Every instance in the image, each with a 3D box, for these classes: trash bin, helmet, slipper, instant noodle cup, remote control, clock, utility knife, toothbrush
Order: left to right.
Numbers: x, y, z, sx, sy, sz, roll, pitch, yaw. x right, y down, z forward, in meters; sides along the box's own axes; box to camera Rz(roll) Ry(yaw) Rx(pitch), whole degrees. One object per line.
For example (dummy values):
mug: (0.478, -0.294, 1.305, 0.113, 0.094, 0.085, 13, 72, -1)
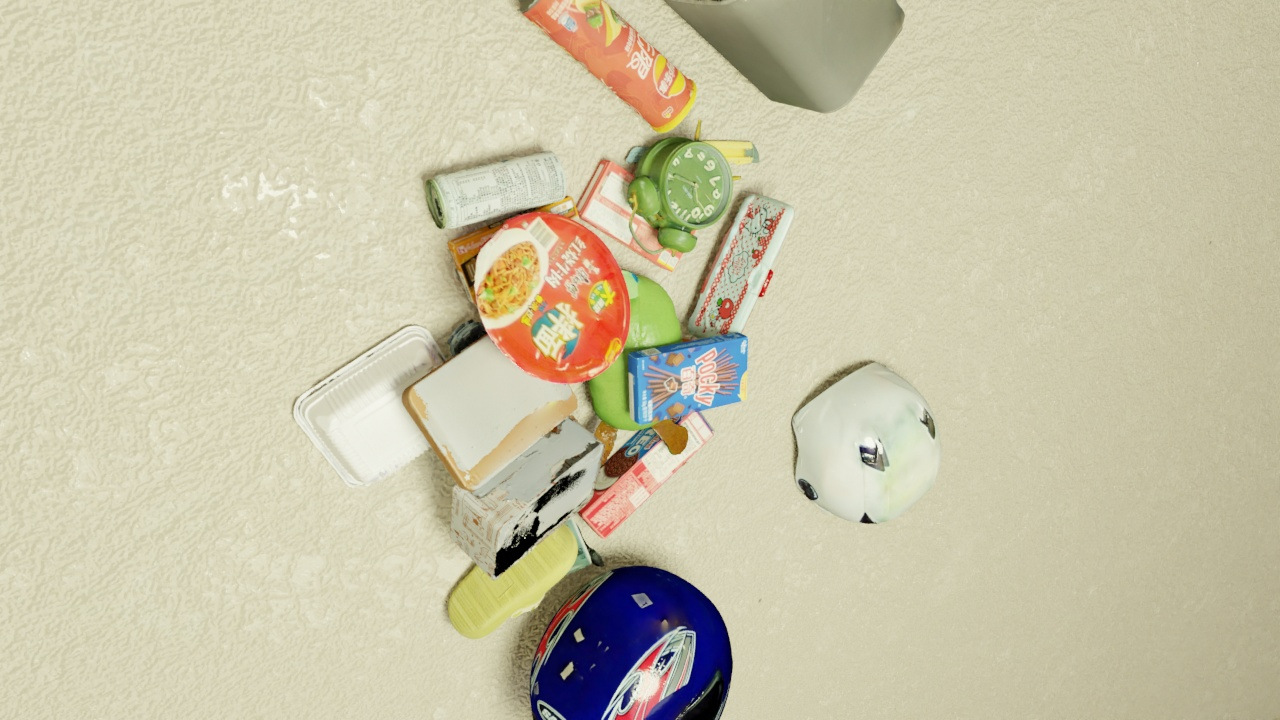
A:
instant noodle cup: (-0.278, 0.059, 1.026, 0.173, 0.060, 0.138, -36, 121, -15)
slipper: (-0.157, 0.276, 1.164, 0.190, 0.091, 0.081, -40, 155, 1)
instant noodle cup: (-0.106, -0.063, 1.012, 0.193, 0.066, 0.193, 9, 74, -34)
remote control: (-0.110, 0.222, 1.193, 0.056, 0.019, 0.135, -19, 118, -2)
toothbrush: (-0.094, 0.210, 1.210, 0.014, 0.016, 0.189, -41, 122, -20)
helmet: (-0.027, 0.417, 1.177, 0.315, 0.247, 0.240, -58, 142, -10)
clock: (0.044, -0.195, 1.088, 0.161, 0.056, 0.116, -51, 120, -15)
utility knife: (0.068, -0.256, 1.138, 0.195, 0.020, 0.031, -6, 104, -23)
trash bin: (0.164, -0.415, 1.038, 0.219, 0.199, 0.199, 35, 90, -41)
helmet: (0.357, 0.142, 1.362, 0.228, 0.146, 0.259, -26, 118, -19)

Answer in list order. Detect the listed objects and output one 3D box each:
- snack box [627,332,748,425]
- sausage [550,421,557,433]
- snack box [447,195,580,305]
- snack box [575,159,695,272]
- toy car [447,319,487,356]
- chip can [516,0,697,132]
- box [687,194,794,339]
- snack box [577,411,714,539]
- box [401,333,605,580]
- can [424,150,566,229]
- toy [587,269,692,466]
snack box: (0.060, 0.020, 1.107, 0.157, 0.026, 0.085, -11, 112, -26)
sausage: (-0.124, 0.025, 1.123, 0.021, 0.021, 0.165, -28, 118, -19)
snack box: (-0.138, -0.129, 1.057, 0.153, 0.026, 0.075, -27, 118, -19)
snack box: (-0.002, -0.174, 1.118, 0.152, 0.025, 0.075, 27, 92, -34)
toy car: (-0.178, 0.004, 1.077, 0.054, 0.037, 0.121, -45, 133, -12)
chip can: (-0.032, -0.344, 1.013, 0.216, 0.073, 0.073, 34, 89, -33)
box: (0.142, -0.107, 1.179, 0.095, 0.101, 0.201, 19, 98, -32)
snack box: (0.002, 0.141, 1.215, 0.207, 0.057, 0.058, -42, 120, -10)
box: (-0.144, 0.103, 1.039, 0.178, 0.131, 0.273, -38, 129, -36)
can: (-0.157, -0.187, 1.006, 0.146, 0.058, 0.058, -19, 116, -23)
toy: (-0.007, 0.007, 1.139, 0.226, 0.090, 0.247, -2, 103, -12)
